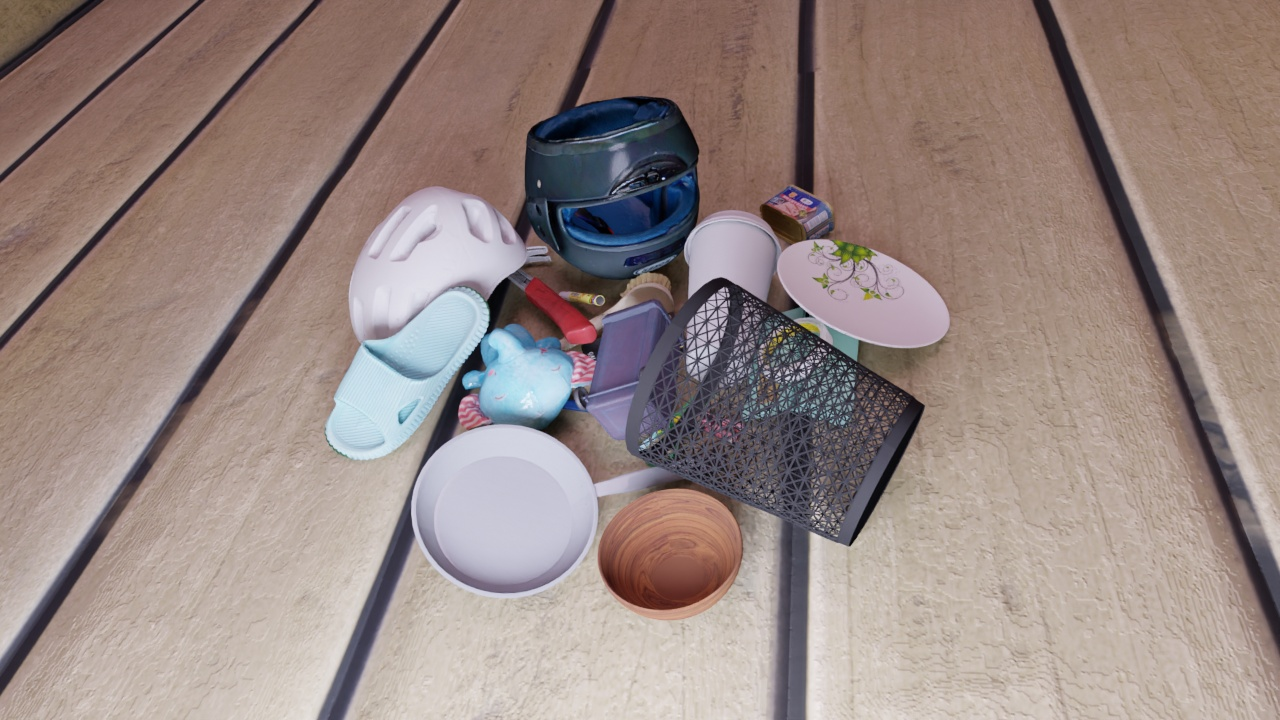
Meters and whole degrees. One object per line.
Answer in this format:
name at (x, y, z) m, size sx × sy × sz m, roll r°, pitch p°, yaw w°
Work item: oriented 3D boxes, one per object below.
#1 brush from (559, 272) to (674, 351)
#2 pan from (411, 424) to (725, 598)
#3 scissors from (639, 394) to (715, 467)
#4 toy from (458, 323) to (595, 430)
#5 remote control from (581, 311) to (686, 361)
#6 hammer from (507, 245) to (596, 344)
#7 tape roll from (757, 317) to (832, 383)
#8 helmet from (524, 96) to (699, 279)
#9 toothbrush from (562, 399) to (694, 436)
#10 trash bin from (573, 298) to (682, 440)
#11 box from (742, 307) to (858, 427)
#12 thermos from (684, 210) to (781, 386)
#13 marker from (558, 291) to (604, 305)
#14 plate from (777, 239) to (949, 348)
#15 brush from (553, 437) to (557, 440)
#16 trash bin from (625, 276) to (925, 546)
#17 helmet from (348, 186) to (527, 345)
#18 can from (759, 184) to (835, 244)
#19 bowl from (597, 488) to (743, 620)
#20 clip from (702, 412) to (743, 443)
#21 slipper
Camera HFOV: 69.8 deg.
brush at (-0.072, -0.038, 1.250) m, size 0.272 × 0.062 × 0.077 m, roll -29°, pitch 28°, yaw -10°
pan at (-0.074, 0.153, 1.028) m, size 0.356 × 0.051 × 0.200 m, roll -9°, pitch 61°, yaw -19°
scissors at (0.040, 0.070, 1.105) m, size 0.071 × 0.014 × 0.130 m, roll 34°, pitch 76°, yaw 32°
toy at (-0.155, 0.007, 1.159) m, size 0.183 × 0.115 × 0.180 m, roll -24°, pitch 49°, yaw -7°
remote control at (-0.007, -0.018, 1.217) m, size 0.133 × 0.013 × 0.058 m, roll -21°, pitch 67°, yaw -7°
hammer at (-0.139, -0.093, 1.296) m, size 0.126 × 0.036 × 0.316 m, roll -29°, pitch 34°, yaw -17°
tape roll at (0.186, -0.013, 1.114) m, size 0.094 × 0.019 × 0.093 m, roll -27°, pitch 32°, yaw 18°
helmet at (-0.027, -0.231, 1.287) m, size 0.248 × 0.236 × 0.316 m, roll -23°, pitch 25°, yaw -17°
toothbrush at (-0.023, 0.070, 1.144) m, size 0.190 × 0.016 × 0.017 m, roll 9°, pitch 54°, yaw 23°
trash bin at (-0.007, 0.007, 1.112) m, size 0.094 × 0.092 × 0.160 m, roll -17°, pitch 40°, yaw 26°
box at (0.201, 0.001, 1.138) m, size 0.138 × 0.057 × 0.186 m, roll 5°, pitch 44°, yaw 11°
thermos at (0.113, -0.079, 1.195) m, size 0.132 × 0.132 × 0.221 m, roll 0°, pitch 52°, yaw 15°
marker at (-0.085, -0.088, 1.289) m, size 0.014 × 0.014 × 0.132 m, roll -33°, pitch 20°, yaw -20°
plate at (0.281, -0.079, 1.179) m, size 0.229 × 0.030 × 0.228 m, roll 10°, pitch 38°, yaw -8°
brush at (-0.139, 0.133, 1.089) m, size 0.049 × 0.039 × 0.116 m, roll 3°, pitch 52°, yaw 17°
trash bin at (0.146, 0.062, 0.959) m, size 0.243 × 0.217 × 0.216 m, roll 28°, pitch 56°, yaw 20°
helmet at (-0.308, -0.117, 1.318) m, size 0.224 × 0.183 × 0.282 m, roll 30°, pitch 89°, yaw 51°
can at (0.229, -0.211, 1.346) m, size 0.059 × 0.054 × 0.100 m, roll -35°, pitch 46°, yaw -19°
bowl at (0.035, 0.210, 0.939) m, size 0.147 × 0.069 × 0.147 m, roll -8°, pitch 43°, yaw 8°
clip at (0.101, 0.078, 1.098) m, size 0.044 × 0.023 × 0.060 m, roll -28°, pitch 46°, yaw -21°
slipper at (-0.302, 0.013, 1.177) m, size 0.116 × 0.069 × 0.276 m, roll 39°, pitch 86°, yaw 14°
